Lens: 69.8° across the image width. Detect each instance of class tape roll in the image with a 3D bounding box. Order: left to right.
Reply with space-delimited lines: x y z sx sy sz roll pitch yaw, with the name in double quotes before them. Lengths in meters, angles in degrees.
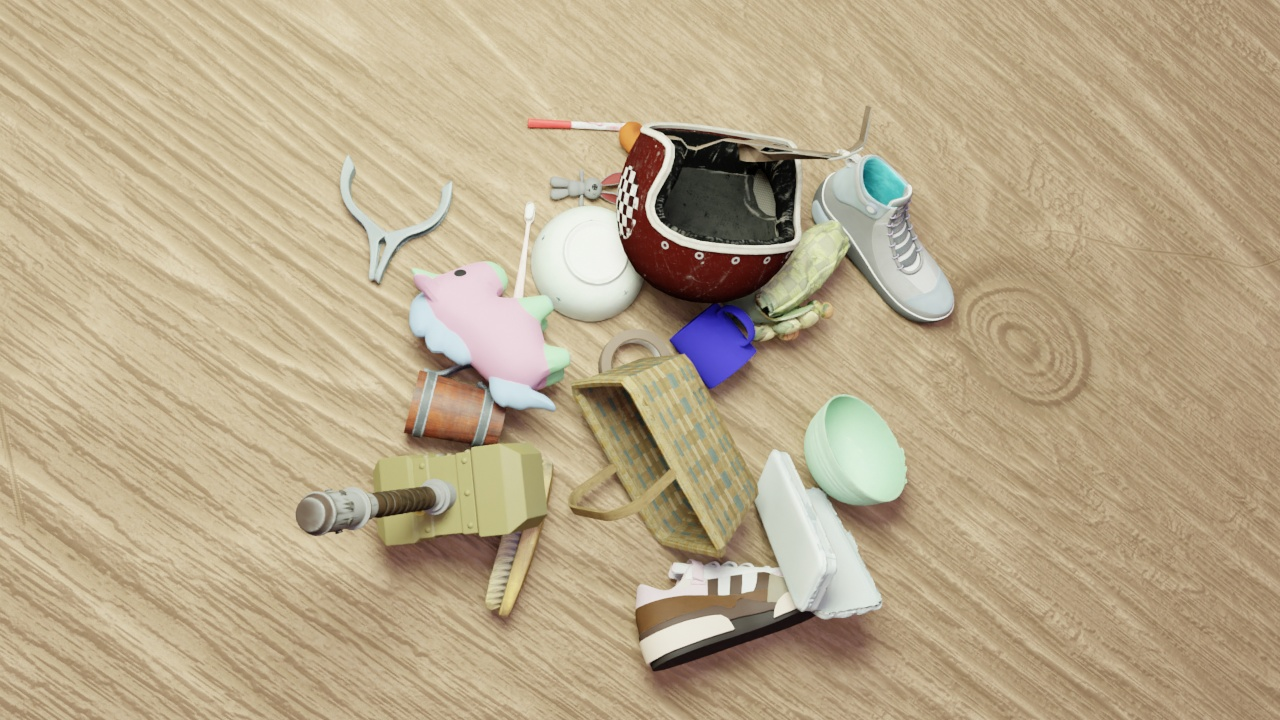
"tape roll" -0.007 0.007 1.200 0.093 0.030 0.093 1 83 -11

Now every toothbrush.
"toothbrush" -0.154 -0.118 1.194 0.015 0.018 0.181 7 83 -3

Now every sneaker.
"sneaker" 0.127 0.291 1.166 0.293 0.112 0.116 -16 64 -14
"sneaker" 0.349 -0.163 1.225 0.093 0.160 0.256 -43 91 -13

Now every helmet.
"helmet" 0.093 -0.195 1.101 0.233 0.234 0.254 -4 113 -28

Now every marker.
"marker" -0.081 -0.317 1.236 0.142 0.013 0.012 0 83 -11

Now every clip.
"clip" -0.295 -0.191 1.171 0.164 0.031 0.169 -15 87 -11

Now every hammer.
"hammer" -0.246 0.148 0.966 0.190 0.324 0.100 -8 84 16

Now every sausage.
"sausage" 0.036 -0.257 1.234 0.164 0.045 0.039 41 52 -4

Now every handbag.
"handbag" 0.207 -0.096 1.215 0.186 0.113 0.117 -39 99 -14

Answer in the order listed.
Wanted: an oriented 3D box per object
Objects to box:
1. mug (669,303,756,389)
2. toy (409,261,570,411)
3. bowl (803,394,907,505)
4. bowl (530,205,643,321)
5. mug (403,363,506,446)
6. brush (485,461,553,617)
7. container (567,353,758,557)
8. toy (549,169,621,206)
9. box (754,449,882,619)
"mug" 0.103 -0.027 1.186 0.083 0.112 0.079 50 45 -2
"toy" -0.187 -0.027 1.117 0.171 0.120 0.222 -12 68 -21
"bowl" 0.269 0.127 1.203 0.150 0.077 0.150 22 50 -29
"bowl" -0.062 -0.131 1.186 0.153 0.073 0.153 2 82 -12
"mug" -0.224 0.048 1.136 0.111 0.082 0.117 14 56 -13
"brush" -0.148 0.217 1.132 0.043 0.059 0.195 16 78 0
"container" 0.006 0.129 1.104 0.186 0.158 0.250 -36 105 -27
"toy" -0.065 -0.228 1.218 0.111 0.030 0.049 -1 112 -9
"box" 0.212 0.202 1.126 0.129 0.210 0.106 -5 128 -16
